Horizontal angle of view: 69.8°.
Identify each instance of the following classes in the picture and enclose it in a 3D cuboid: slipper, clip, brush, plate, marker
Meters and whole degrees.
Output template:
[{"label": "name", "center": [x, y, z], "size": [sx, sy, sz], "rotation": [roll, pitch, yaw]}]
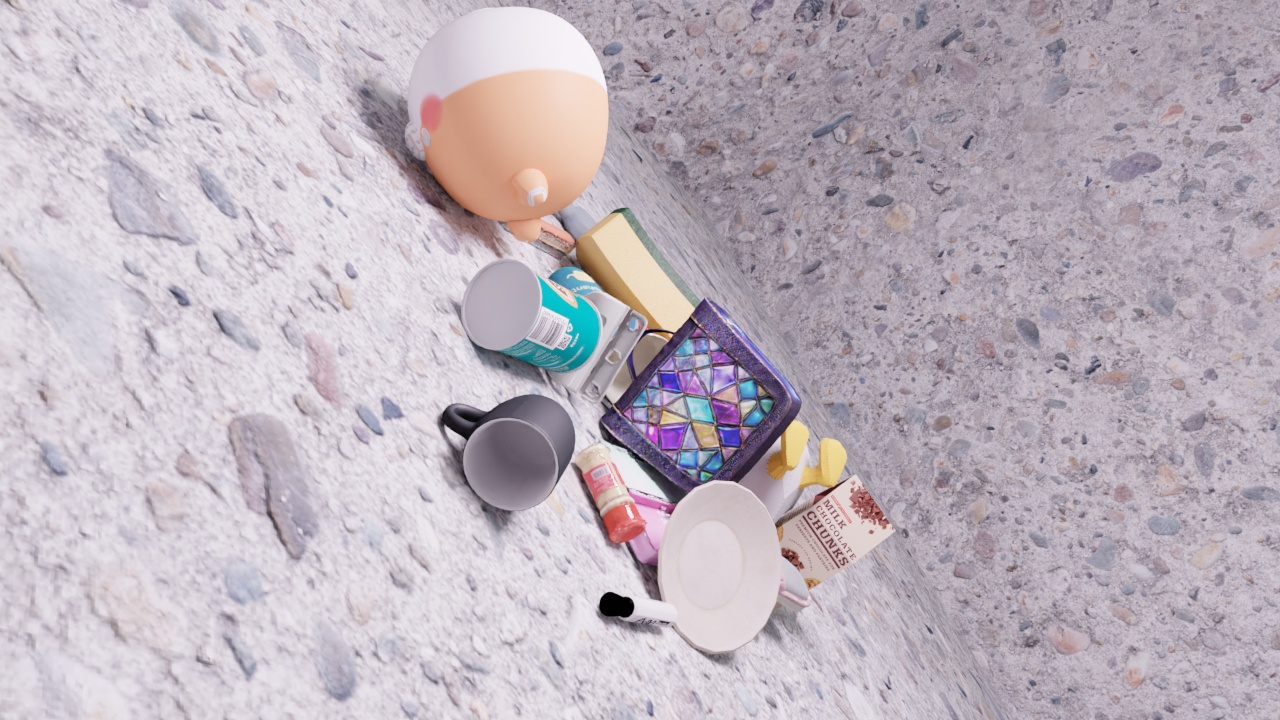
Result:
[{"label": "slipper", "center": [0.146, 0.242, 1.165], "size": [0.274, 0.054, 0.114], "rotation": [38, 21, -40]}, {"label": "clip", "center": [-0.078, -0.033, 1.126], "size": [0.147, 0.125, 0.081], "rotation": [34, 0, 22]}, {"label": "brush", "center": [0.003, -0.119, 1.490], "size": [0.250, 0.075, 0.195], "rotation": [51, -11, -3]}, {"label": "plate", "center": [0.085, 0.231, 1.032], "size": [0.188, 0.027, 0.188], "rotation": [7, 79, -38]}, {"label": "marker", "center": [-0.002, 0.243, 0.895], "size": [0.126, 0.025, 0.025], "rotation": [34, 25, -55]}]

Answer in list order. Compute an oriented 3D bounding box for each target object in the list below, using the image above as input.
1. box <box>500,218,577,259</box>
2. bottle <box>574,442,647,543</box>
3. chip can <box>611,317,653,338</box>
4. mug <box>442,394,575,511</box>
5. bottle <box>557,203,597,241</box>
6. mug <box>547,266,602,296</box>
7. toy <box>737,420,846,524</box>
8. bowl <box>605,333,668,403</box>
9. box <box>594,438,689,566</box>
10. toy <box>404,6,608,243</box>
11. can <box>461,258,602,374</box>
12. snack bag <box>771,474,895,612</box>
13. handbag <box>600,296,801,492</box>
[{"label": "box", "center": [-0.155, -0.201, 1.405], "size": [0.186, 0.053, 0.058], "rotation": [18, 70, -65]}, {"label": "bottle", "center": [-0.033, 0.143, 0.993], "size": [0.044, 0.044, 0.109], "rotation": [31, 26, -57]}, {"label": "chip can", "center": [0.022, 0.012, 1.395], "size": [0.213, 0.087, 0.087], "rotation": [41, 19, -39]}, {"label": "mug", "center": [-0.121, 0.070, 0.823], "size": [0.121, 0.085, 0.094], "rotation": [25, 15, 2]}, {"label": "bottle", "center": [-0.103, -0.238, 1.650], "size": [0.161, 0.046, 0.072], "rotation": [45, 17, -32]}, {"label": "mug", "center": [-0.101, -0.079, 1.242], "size": [0.112, 0.085, 0.104], "rotation": [10, 31, -29]}, {"label": "toy", "center": [0.156, 0.151, 1.313], "size": [0.140, 0.268, 0.246], "rotation": [26, 66, -30]}, {"label": "bowl", "center": [-0.008, 0.007, 1.276], "size": [0.115, 0.115, 0.062], "rotation": [46, 2, -29]}, {"label": "box", "center": [0.028, 0.180, 1.118], "size": [0.230, 0.035, 0.159], "rotation": [30, 29, -58]}, {"label": "toy", "center": [-0.170, -0.305, 1.184], "size": [0.263, 0.265, 0.280], "rotation": [125, -48, -72]}, {"label": "can", "center": [-0.119, -0.046, 1.036], "size": [0.099, 0.099, 0.144], "rotation": [60, 15, 23]}, {"label": "snack bag", "center": [0.243, 0.254, 1.292], "size": [0.094, 0.207, 0.069], "rotation": [55, 14, 4]}, {"label": "handbag", "center": [0.072, 0.043, 1.170], "size": [0.222, 0.205, 0.125], "rotation": [43, 8, 15]}]
